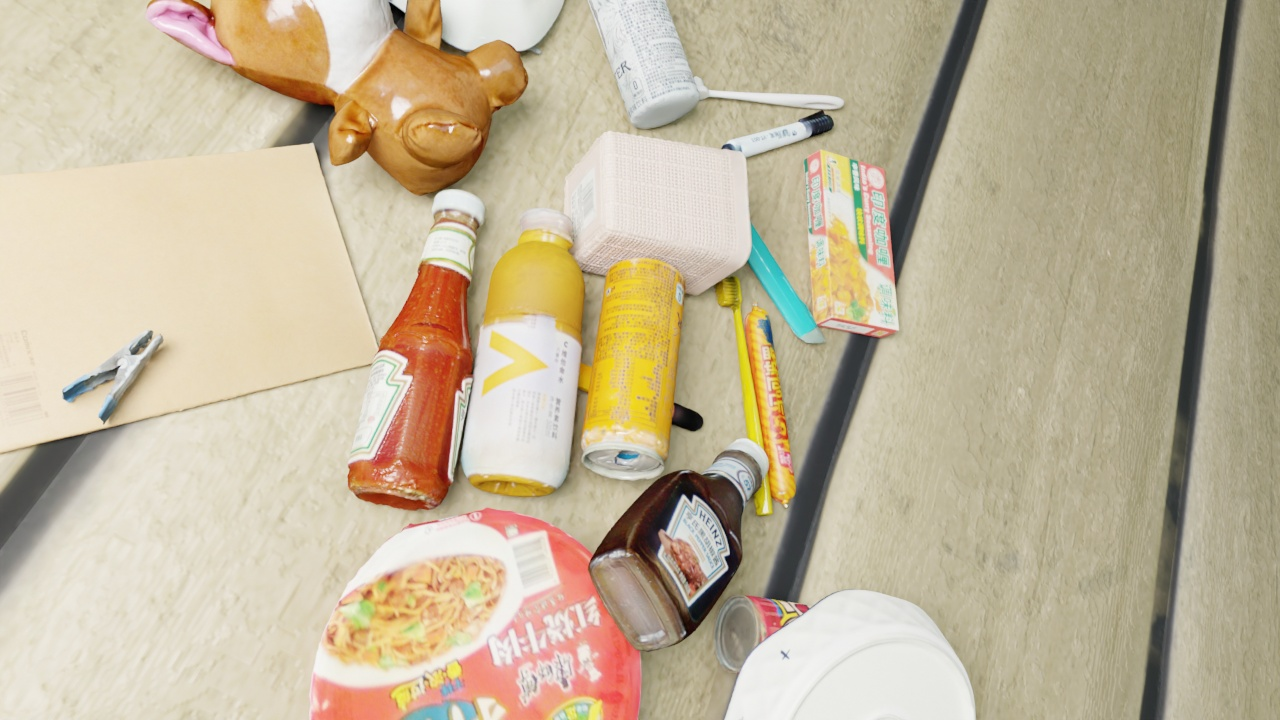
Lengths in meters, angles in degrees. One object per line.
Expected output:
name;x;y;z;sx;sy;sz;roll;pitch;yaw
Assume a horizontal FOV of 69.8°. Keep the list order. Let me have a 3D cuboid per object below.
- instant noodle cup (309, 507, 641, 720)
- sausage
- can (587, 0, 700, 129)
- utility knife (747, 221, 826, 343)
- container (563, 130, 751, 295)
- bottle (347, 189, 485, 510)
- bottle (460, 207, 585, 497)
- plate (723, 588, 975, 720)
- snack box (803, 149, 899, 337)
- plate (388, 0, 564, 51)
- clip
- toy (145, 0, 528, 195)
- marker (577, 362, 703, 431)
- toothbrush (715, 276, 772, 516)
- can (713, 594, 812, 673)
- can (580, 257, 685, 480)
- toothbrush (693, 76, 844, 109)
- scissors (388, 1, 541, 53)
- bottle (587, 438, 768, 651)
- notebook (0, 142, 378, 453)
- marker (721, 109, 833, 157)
instant noodle cup;-0.096;0.185;0.531;0.193;0.066;0.193;8;73;-28
sausage;0.100;0.033;0.715;0.021;0.022;0.165;0;75;-30
can;-0.003;-0.260;0.721;0.058;0.058;0.146;-16;84;-33
utility knife;0.105;-0.074;0.757;0.029;0.013;0.151;-33;91;-36
container;0.008;-0.107;0.667;0.110;0.090;0.090;6;73;-25
bottle;-0.132;-0.011;0.574;0.059;0.060;0.205;18;67;-25
bottle;-0.072;-0.008;0.600;0.068;0.068;0.189;15;68;-26
plate;0.147;0.261;0.621;0.204;0.046;0.205;-3;98;-24
snack box;0.182;-0.101;0.800;0.077;0.027;0.155;8;72;-29
plate;-0.165;-0.331;0.651;0.265;0.034;0.161;35;54;-16
clip;-0.279;0.006;0.493;0.045;0.027;0.058;36;59;-10
toy;-0.178;-0.193;0.568;0.199;0.131;0.139;31;46;-8
marker;-0.006;0.027;0.661;0.123;0.015;0.018;23;64;-26
toothbrush;0.080;0.025;0.710;0.016;0.016;0.190;-1;76;-26
can;0.122;0.203;0.658;0.132;0.053;0.053;16;68;-25
can;-0.004;0.004;0.623;0.058;0.058;0.145;20;60;-24
toothbrush;0.110;-0.233;0.805;0.179;0.016;0.016;-5;72;-30
scissors;-0.149;-0.275;0.670;0.173;0.012;0.124;-14;82;-34
bottle;0.038;0.107;0.605;0.080;0.044;0.194;60;33;-5
notebook;-0.273;-0.045;0.529;0.211;0.012;0.149;-16;85;-33
marker;0.120;-0.196;0.799;0.130;0.018;0.022;-23;79;-34
